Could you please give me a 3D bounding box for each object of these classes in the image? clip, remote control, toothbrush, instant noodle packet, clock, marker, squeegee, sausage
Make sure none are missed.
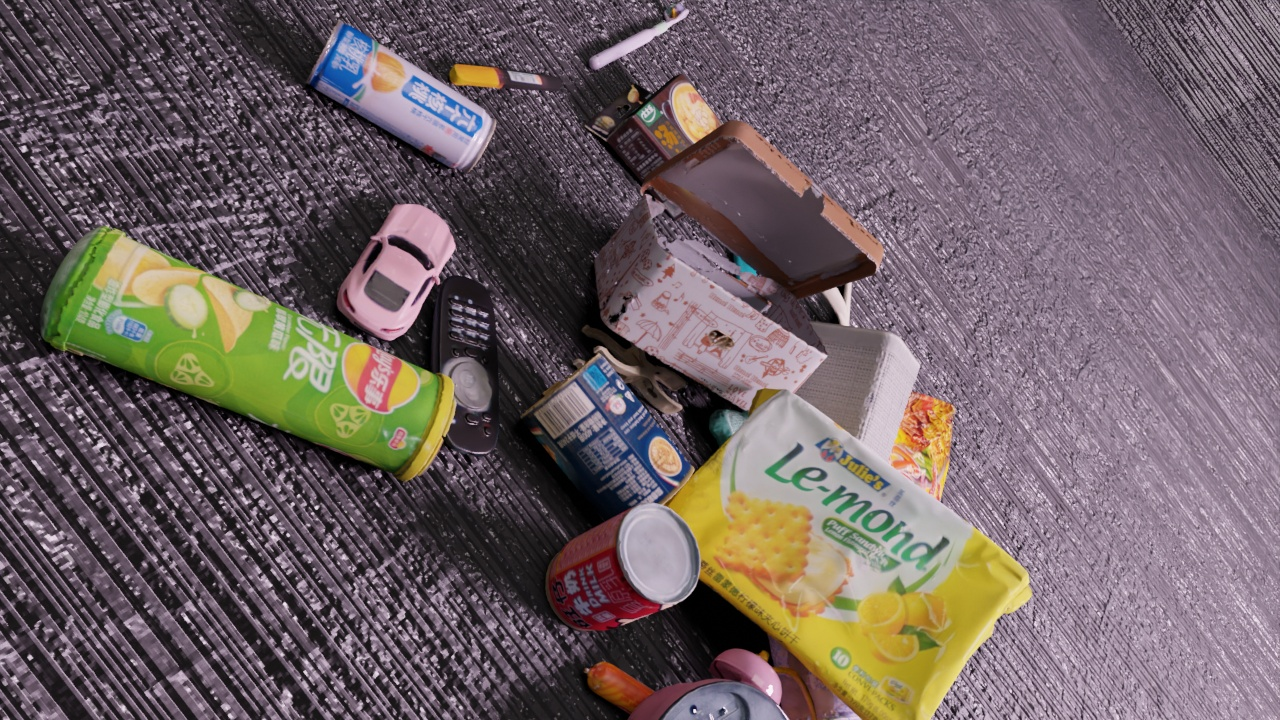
[{"bbox_3d":[-0.005,-0.006,0.745,0.104,0.035,0.083,17,55,-37],"label":"clip"},{"bbox_3d":[-0.125,0.004,0.644,0.053,0.024,0.136,18,56,-41],"label":"remote control"},{"bbox_3d":[-0.002,-0.339,0.959,0.188,0.029,0.021,-49,136,-44],"label":"toothbrush"},{"bbox_3d":[0.250,0.091,0.870,0.110,0.044,0.128,17,79,-28],"label":"instant noodle packet"},{"bbox_3d":[0.054,0.255,0.591,0.158,0.060,0.117,-21,89,-28],"label":"clock"},{"bbox_3d":[-0.117,-0.249,0.813,0.123,0.015,0.018,-13,75,-46],"label":"marker"},{"bbox_3d":[0.146,-0.094,0.888,0.246,0.039,0.245,39,46,-29],"label":"squeegee"},{"bbox_3d":[0.026,0.249,0.625,0.165,0.022,0.021,37,47,-16],"label":"sausage"}]

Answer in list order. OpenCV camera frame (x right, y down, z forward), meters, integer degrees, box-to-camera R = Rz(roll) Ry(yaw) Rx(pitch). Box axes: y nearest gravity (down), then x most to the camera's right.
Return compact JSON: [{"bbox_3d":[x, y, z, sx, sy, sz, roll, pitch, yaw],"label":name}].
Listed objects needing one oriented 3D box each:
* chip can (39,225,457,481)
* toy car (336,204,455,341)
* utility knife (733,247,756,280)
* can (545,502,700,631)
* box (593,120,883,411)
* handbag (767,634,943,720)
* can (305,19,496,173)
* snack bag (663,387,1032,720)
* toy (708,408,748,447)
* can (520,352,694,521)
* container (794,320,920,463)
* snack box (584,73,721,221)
[{"bbox_3d":[-0.221,0.000,0.534,0.221,0.073,0.072,27,50,-25],"label":"chip can"},{"bbox_3d":[-0.168,-0.066,0.644,0.056,0.037,0.122,36,46,-20],"label":"toy car"},{"bbox_3d":[0.100,-0.128,0.920,0.029,0.013,0.207,17,55,-32],"label":"utility knife"},{"bbox_3d":[-0.014,0.139,0.605,0.066,0.094,0.066,20,54,-30],"label":"can"},{"bbox_3d":[0.086,-0.084,0.745,0.182,0.178,0.152,31,24,-22],"label":"box"},{"bbox_3d":[0.156,0.190,0.732,0.134,0.076,0.193,9,58,-30],"label":"handbag"},{"bbox_3d":[-0.180,-0.198,0.700,0.134,0.053,0.053,28,50,-24],"label":"can"},{"bbox_3d":[0.137,0.144,0.660,0.246,0.068,0.157,38,69,15],"label":"snack bag"},{"bbox_3d":[0.089,0.053,0.792,0.091,0.030,0.096,-17,69,-49],"label":"toy"},{"bbox_3d":[-0.025,0.058,0.659,0.111,0.076,0.075,51,44,-3],"label":"can"},{"bbox_3d":[0.177,0.038,0.797,0.090,0.090,0.114,34,71,-53],"label":"container"},{"bbox_3d":[0.027,-0.214,0.890,0.125,0.053,0.113,49,44,-13],"label":"snack box"}]
